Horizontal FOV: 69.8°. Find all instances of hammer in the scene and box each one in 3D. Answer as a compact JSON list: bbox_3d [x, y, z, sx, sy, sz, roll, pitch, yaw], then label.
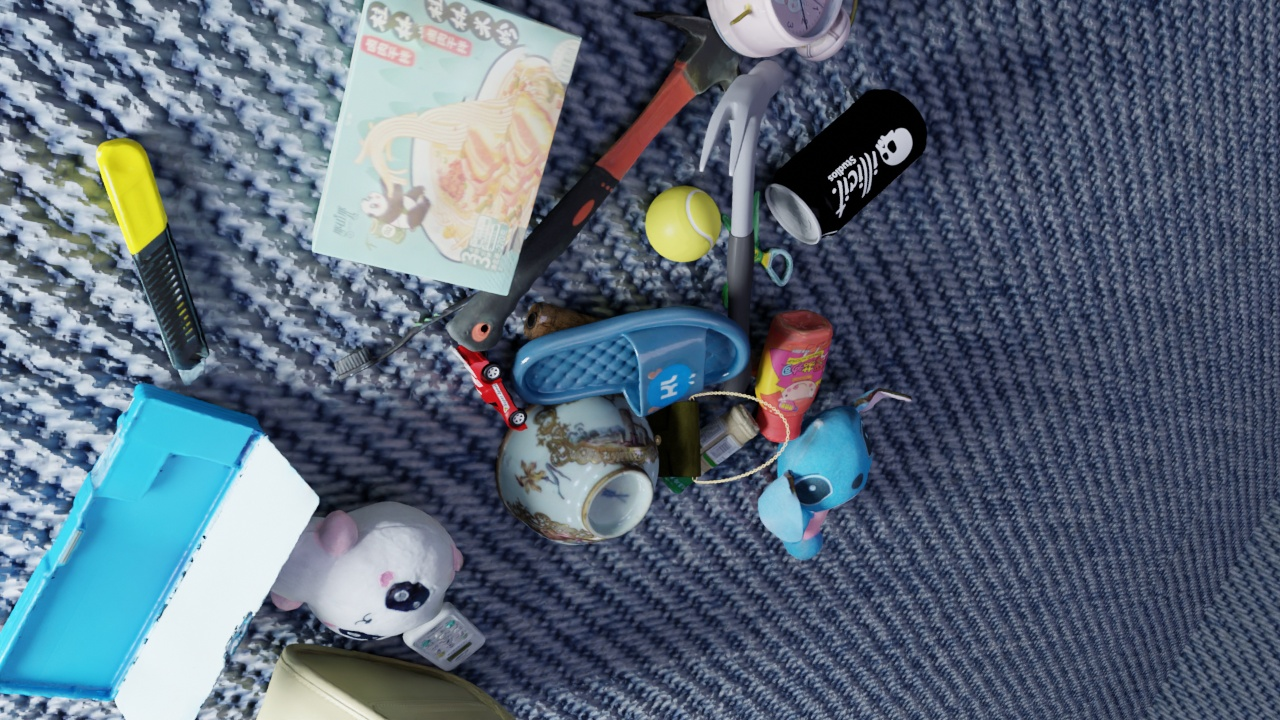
[{"bbox_3d":[-0.037,-0.140,0.744,0.333,0.033,0.133,-51,133,-4],"label":"hammer"},{"bbox_3d":[0.087,-0.091,0.802,0.124,0.029,0.311,-54,150,-46],"label":"hammer"},{"bbox_3d":[0.032,-0.003,0.879,0.329,0.033,0.120,10,110,-38],"label":"hammer"}]

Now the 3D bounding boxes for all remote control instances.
[{"bbox_3d":[-0.181,0.254,0.847,0.050,0.022,0.133,-37,155,-14],"label":"remote control"}]

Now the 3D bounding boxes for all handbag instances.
[{"bbox_3d":[0.068,0.070,0.840,0.027,0.178,0.084,2,83,-37],"label":"handbag"},{"bbox_3d":[-0.208,0.330,0.803,0.232,0.191,0.088,36,76,-55],"label":"handbag"}]

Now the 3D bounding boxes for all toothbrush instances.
[{"bbox_3d":[-0.160,-0.038,0.734,0.187,0.014,0.017,-33,106,-19],"label":"toothbrush"}]

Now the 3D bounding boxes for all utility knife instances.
[{"bbox_3d":[-0.316,-0.059,0.604,0.028,0.020,0.174,-18,123,-25],"label":"utility knife"}]

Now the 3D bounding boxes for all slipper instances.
[{"bbox_3d":[-0.005,0.005,0.789,0.213,0.059,0.104,-6,139,-12],"label":"slipper"}]

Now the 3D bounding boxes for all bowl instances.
[{"bbox_3d":[-0.043,0.108,0.844,0.159,0.094,0.160,-17,123,-28],"label":"bowl"}]

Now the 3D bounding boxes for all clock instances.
[{"bbox_3d":[0.124,-0.304,0.742,0.157,0.059,0.117,-3,104,-42],"label":"clock"}]

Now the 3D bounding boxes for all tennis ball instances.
[{"bbox_3d":[0.037,-0.118,0.793,0.065,0.065,0.065,-17,123,-28],"label":"tennis ball"}]

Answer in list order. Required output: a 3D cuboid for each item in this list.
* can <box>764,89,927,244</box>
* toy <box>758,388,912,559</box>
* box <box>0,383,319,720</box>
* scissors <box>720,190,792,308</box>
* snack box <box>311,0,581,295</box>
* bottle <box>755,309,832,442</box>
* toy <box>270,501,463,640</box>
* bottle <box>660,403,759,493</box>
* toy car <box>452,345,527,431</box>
[{"bbox_3d":[0.193,-0.182,0.860,0.146,0.080,0.080,-42,132,-9],"label":"can"},{"bbox_3d":[0.207,0.121,1.018,0.223,0.099,0.192,-45,152,-24],"label":"toy"},{"bbox_3d":[-0.342,0.156,0.642,0.114,0.114,0.243,26,97,-42],"label":"box"},{"bbox_3d":[0.115,-0.108,0.892,0.112,0.012,0.131,-15,124,-30],"label":"scissors"},{"bbox_3d":[-0.138,-0.154,0.644,0.141,0.044,0.194,12,108,-24],"label":"snack box"},{"bbox_3d":[0.149,0.018,0.920,0.071,0.048,0.134,-11,125,-30],"label":"bottle"},{"bbox_3d":[-0.233,0.163,0.732,0.179,0.101,0.139,21,127,-41],"label":"toy"},{"bbox_3d":[0.068,0.088,0.930,0.110,0.042,0.042,-38,133,9],"label":"bottle"},{"bbox_3d":[-0.125,0.024,0.775,0.025,0.038,0.089,-33,130,-13],"label":"toy car"}]
